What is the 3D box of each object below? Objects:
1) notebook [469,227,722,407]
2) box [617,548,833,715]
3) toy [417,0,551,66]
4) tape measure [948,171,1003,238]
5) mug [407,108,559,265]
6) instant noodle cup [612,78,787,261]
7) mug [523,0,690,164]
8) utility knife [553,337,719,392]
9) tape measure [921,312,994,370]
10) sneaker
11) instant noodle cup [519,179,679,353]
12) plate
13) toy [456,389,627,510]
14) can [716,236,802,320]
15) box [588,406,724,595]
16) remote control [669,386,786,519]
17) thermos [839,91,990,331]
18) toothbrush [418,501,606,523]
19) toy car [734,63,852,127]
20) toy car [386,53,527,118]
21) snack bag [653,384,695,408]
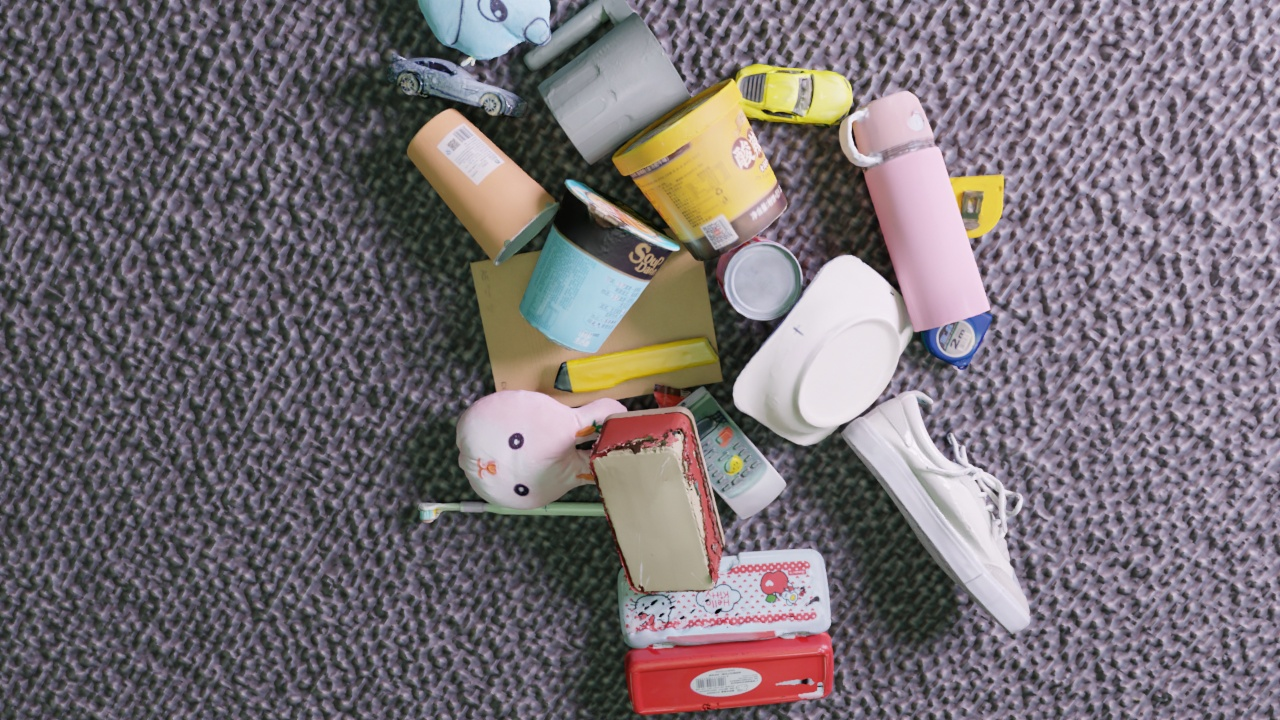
[{"bbox_3d":[-0.040,-0.035,0.846,0.211,0.012,0.149,-10,100,2],"label":"notebook"},{"bbox_3d":[0.082,0.263,0.879,0.201,0.065,0.160,-5,97,1],"label":"box"},{"bbox_3d":[-0.143,-0.327,0.772,0.161,0.050,0.156,19,93,-4],"label":"toy"},{"bbox_3d":[0.291,-0.137,0.812,0.060,0.029,0.057,-3,101,2],"label":"tape measure"},{"bbox_3d":[-0.139,-0.153,0.794,0.078,0.078,0.123,-43,93,8],"label":"mug"},{"bbox_3d":[0.055,-0.155,0.772,0.118,0.118,0.114,-32,106,6],"label":"instant noodle cup"},{"bbox_3d":[-0.033,-0.243,0.779,0.103,0.083,0.124,-34,72,8],"label":"mug"},{"bbox_3d":[-0.005,0.005,0.838,0.154,0.015,0.033,-10,106,1],"label":"utility knife"},{"bbox_3d":[0.285,-0.026,0.835,0.054,0.025,0.058,24,96,-2],"label":"tape measure"},{"bbox_3d":[0.291,0.133,0.839,0.091,0.089,0.242,-37,92,3],"label":"sneaker"},{"bbox_3d":[-0.045,-0.075,0.785,0.111,0.111,0.121,31,105,-5],"label":"instant noodle cup"},{"bbox_3d":[0.170,0.004,0.793,0.163,0.034,0.164,29,103,-43],"label":"plate"},{"bbox_3d":[-0.088,0.079,0.844,0.159,0.054,0.121,-7,114,-5],"label":"toy"},{"bbox_3d":[0.100,-0.073,0.794,0.066,0.093,0.066,0,101,0],"label":"can"},{"bbox_3d":[0.018,0.132,0.812,0.091,0.077,0.168,-7,120,16],"label":"box"},{"bbox_3d":[0.077,0.088,0.846,0.056,0.019,0.135,-39,112,4],"label":"remote control"},{"bbox_3d":[0.229,-0.124,0.781,0.087,0.067,0.198,-20,93,-29],"label":"thermos"},{"bbox_3d":[-0.116,0.144,0.878,0.189,0.029,0.020,-1,60,-1],"label":"toothbrush"},{"bbox_3d":[0.132,-0.230,0.795,0.105,0.032,0.048,5,100,-2],"label":"toy car"},{"bbox_3d":[-0.156,-0.234,0.787,0.120,0.054,0.037,16,102,-3],"label":"toy car"},{"bbox_3d":[0.022,0.074,0.855,0.048,0.026,0.104,12,107,-6],"label":"snack bag"}]
